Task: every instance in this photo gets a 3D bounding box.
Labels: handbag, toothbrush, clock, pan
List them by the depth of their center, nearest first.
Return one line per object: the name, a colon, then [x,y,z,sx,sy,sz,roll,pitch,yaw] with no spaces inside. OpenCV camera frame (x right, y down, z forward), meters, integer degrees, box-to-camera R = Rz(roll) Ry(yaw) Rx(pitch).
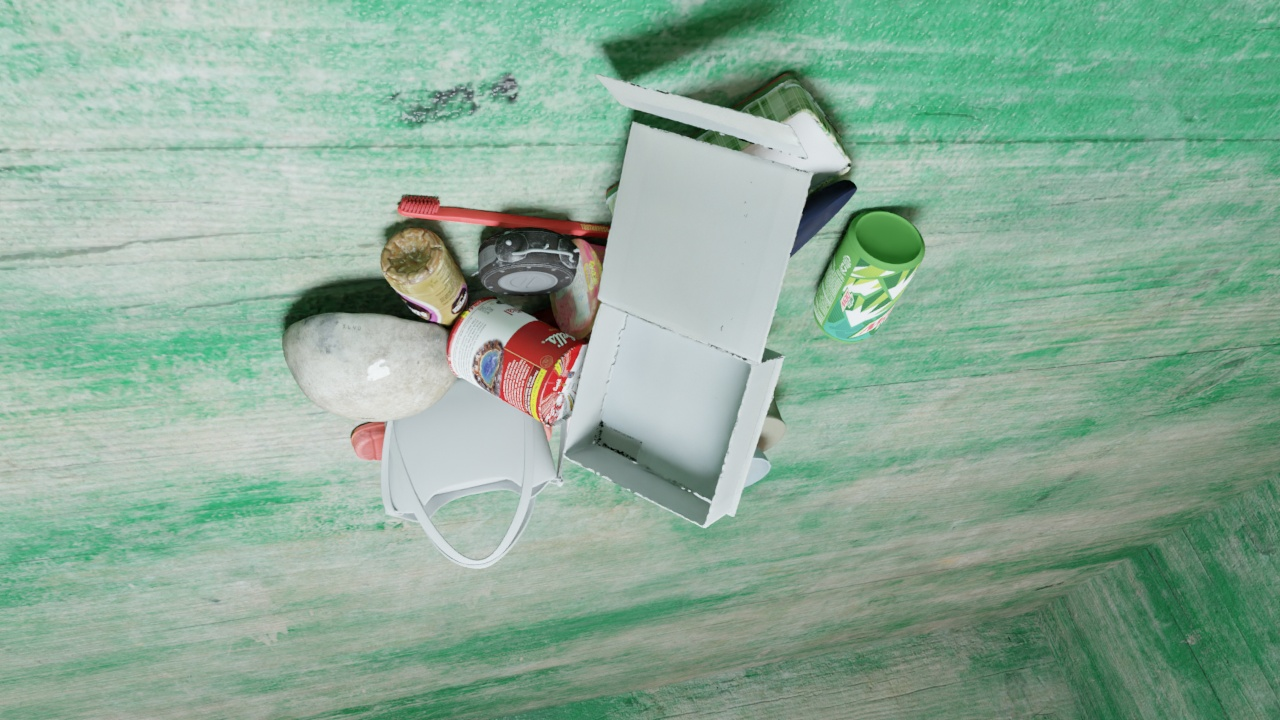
toothbrush: [-0.114,-0.130,0.837,0.212,0.012,0.018,2,146,-28]
clock: [-0.104,-0.095,0.852,0.091,0.043,0.123,3,163,-26]
pan: [0.069,-0.052,0.897,0.357,0.021,0.198,-42,175,7]
handbag: [-0.178,0.117,1.013,0.215,0.222,0.096,-12,151,-6]

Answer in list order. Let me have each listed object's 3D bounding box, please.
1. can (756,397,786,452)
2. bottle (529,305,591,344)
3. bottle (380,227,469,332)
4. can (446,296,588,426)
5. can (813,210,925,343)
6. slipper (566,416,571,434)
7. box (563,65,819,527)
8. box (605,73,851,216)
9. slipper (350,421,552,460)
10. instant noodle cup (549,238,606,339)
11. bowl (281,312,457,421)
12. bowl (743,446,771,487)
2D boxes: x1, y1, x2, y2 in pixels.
can: [0.124,0.078,1.235,0.127,0.073,0.128,-11,150,-7]
bottle: [-0.092,-0.005,0.969,0.111,0.098,0.099,-19,150,16]
bottle: [-0.191,-0.062,0.872,0.059,0.059,0.166,-16,157,1]
can: [-0.114,0.000,0.878,0.086,0.116,0.087,-45,150,-35]
can: [0.245,-0.088,1.002,0.083,0.083,0.144,-8,149,-13]
slipper: [-0.017,0.082,1.164,0.107,0.055,0.221,-50,138,9]
box: [0.039,-0.044,0.776,0.098,0.166,0.369,-26,133,-55]
box: [0.079,-0.163,0.836,0.206,0.051,0.117,-30,150,24]
slipper: [-0.228,0.106,1.136,0.248,0.059,0.104,-3,148,-18]
instant noodle cup: [-0.019,-0.070,0.910,0.108,0.097,0.098,-2,148,-35]
bowl: [-0.262,0.018,0.904,0.178,0.081,0.178,-2,164,-1]
bowl: [0.116,0.137,1.215,0.106,0.039,0.106,-11,150,-7]
